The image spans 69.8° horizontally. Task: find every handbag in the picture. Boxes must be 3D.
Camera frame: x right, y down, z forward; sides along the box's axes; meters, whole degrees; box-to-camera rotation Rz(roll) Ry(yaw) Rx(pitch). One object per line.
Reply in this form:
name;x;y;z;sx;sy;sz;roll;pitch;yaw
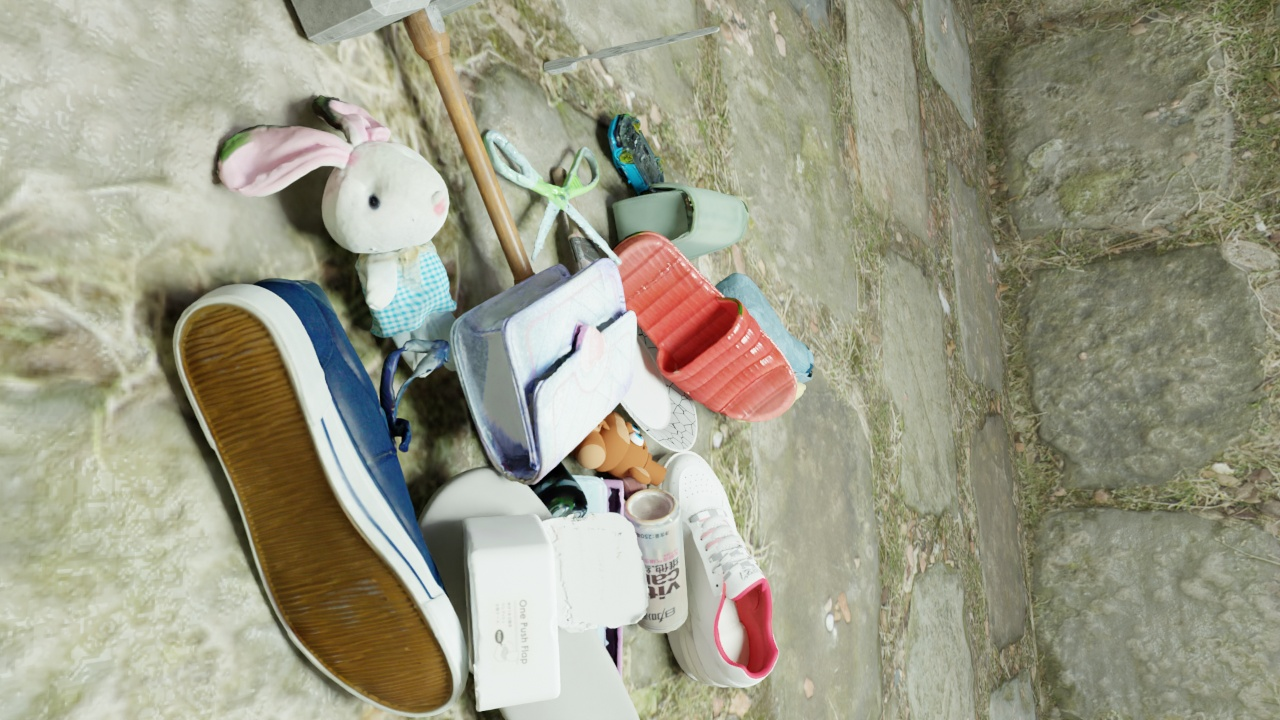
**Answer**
handbag;0.040;-0.143;0.946;0.121;0.106;0.067;-6;85;-58
handbag;0.115;-0.002;1.011;0.192;0.122;0.118;47;28;-47
handbag;-0.059;0.003;0.684;0.158;0.069;0.126;-41;122;-56
handbag;-0.001;0.147;0.881;0.029;0.055;0.120;-25;117;-15

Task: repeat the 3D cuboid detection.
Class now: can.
can;0.014;0.185;0.849;0.054;0.054;0.136;-49;142;-50

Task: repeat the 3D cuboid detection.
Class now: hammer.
hammer;-0.137;-0.185;0.697;0.162;0.083;0.318;-45;121;-51

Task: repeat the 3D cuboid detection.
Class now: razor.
razor;-0.090;0.071;0.728;0.053;0.064;0.140;-26;91;-20

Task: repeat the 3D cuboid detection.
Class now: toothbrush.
toothbrush;-0.010;-0.278;0.823;0.010;0.182;0.010;14;77;-59

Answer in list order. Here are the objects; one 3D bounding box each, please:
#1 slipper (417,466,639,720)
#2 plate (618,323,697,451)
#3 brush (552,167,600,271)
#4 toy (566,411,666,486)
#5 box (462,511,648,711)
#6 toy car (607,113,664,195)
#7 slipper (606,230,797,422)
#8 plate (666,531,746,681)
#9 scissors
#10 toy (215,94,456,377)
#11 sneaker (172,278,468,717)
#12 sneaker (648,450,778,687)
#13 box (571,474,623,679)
slipper;-0.088;0.201;0.702;0.112;0.081;0.266;-30;102;-13
plate;-0.005;0.005;0.880;0.188;0.016;0.188;47;25;-30
brush;-0.054;-0.109;0.849;0.038;0.012;0.151;0;71;-64
toy;-0.028;0.067;0.803;0.127;0.065;0.095;32;14;-19
box;-0.050;0.159;0.616;0.107;0.134;0.109;-159;-111;-77
toy car;-0.006;-0.208;0.954;0.105;0.032;0.048;50;44;-48
slipper;0.062;-0.020;0.898;0.249;0.104;0.059;44;12;-20
plate;0.086;0.255;0.999;0.182;0.034;0.182;17;70;-55
scissors;-0.074;-0.144;0.820;0.172;0.021;0.171;48;37;-27
toy;-0.167;-0.078;0.611;0.130;0.106;0.205;-47;121;-47
sneaker;-0.172;0.080;0.585;0.127;0.121;0.294;-52;124;-69
sneaker;0.081;0.199;0.899;0.090;0.105;0.236;-4;78;-30
box;-0.062;0.208;0.784;0.092;0.091;0.214;120;-28;-75
